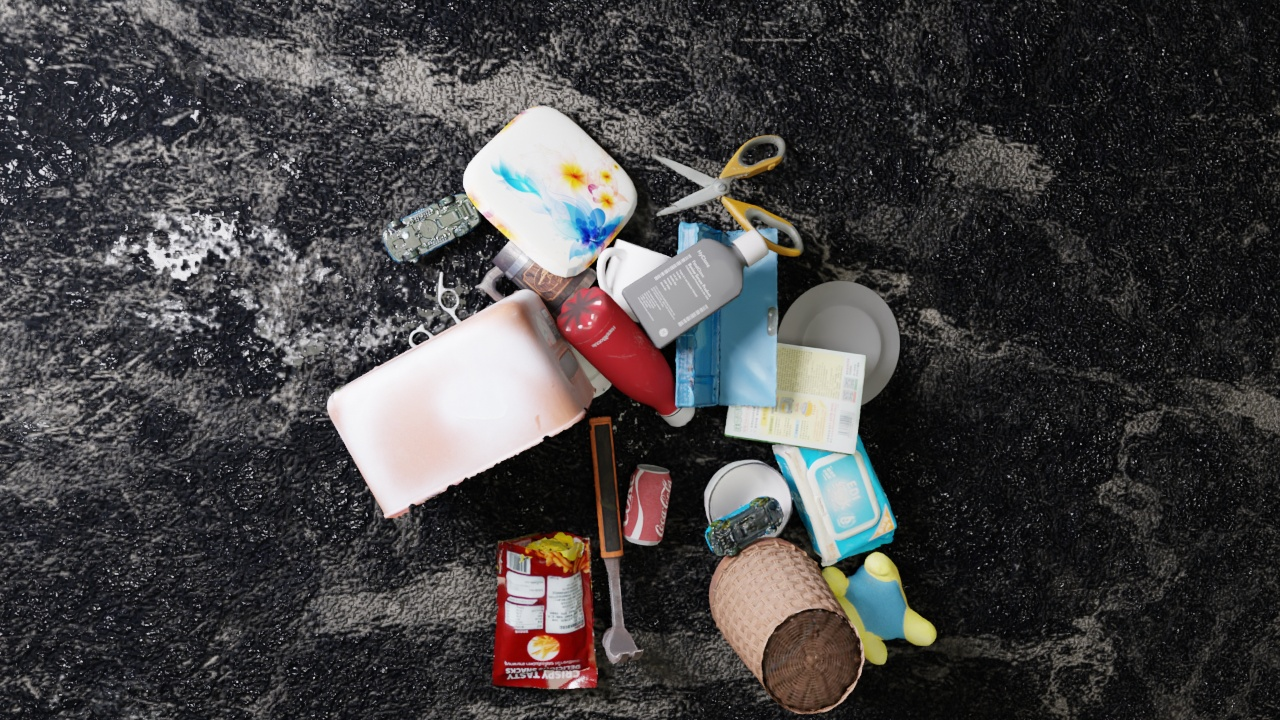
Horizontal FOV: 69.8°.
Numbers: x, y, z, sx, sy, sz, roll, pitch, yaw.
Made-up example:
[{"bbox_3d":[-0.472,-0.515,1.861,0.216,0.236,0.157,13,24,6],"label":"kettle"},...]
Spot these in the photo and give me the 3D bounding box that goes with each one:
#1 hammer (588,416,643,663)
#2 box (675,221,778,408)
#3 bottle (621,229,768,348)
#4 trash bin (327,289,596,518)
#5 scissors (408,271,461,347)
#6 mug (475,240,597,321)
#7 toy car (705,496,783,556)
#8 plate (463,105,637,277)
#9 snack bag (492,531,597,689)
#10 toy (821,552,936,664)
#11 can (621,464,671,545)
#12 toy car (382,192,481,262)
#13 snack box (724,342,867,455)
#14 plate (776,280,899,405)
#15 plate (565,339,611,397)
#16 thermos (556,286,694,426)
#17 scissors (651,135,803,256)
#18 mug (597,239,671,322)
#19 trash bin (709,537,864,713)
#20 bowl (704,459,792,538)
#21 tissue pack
[{"bbox_3d":[-0.036,0.228,1.170,0.035,0.138,0.314,-5,89,-13],"label":"hammer"},{"bbox_3d":[0.110,-0.055,1.143,0.112,0.094,0.231,1,89,28],"label":"box"},{"bbox_3d":[0.071,-0.095,1.090,0.174,0.046,0.084,-33,92,-1],"label":"bottle"},{"bbox_3d":[-0.206,0.042,1.058,0.260,0.181,0.157,-28,98,9],"label":"trash bin"},{"bbox_3d":[-0.216,-0.030,1.153,0.141,0.014,0.147,13,93,-9],"label":"scissors"},{"bbox_3d":[-0.130,-0.100,1.133,0.107,0.080,0.116,42,102,-11],"label":"mug"},{"bbox_3d":[0.131,0.209,1.166,0.105,0.032,0.048,-27,100,-12],"label":"toy car"},{"bbox_3d":[-0.102,-0.210,1.111,0.187,0.016,0.186,42,61,-9],"label":"plate"},{"bbox_3d":[-0.124,0.330,1.185,0.139,0.066,0.208,-1,98,-5],"label":"snack bag"},{"bbox_3d":[0.272,0.359,1.250,0.214,0.084,0.149,-26,79,-7],"label":"toy"},{"bbox_3d":[0.009,0.188,1.198,0.054,0.054,0.096,8,94,-12],"label":"can"},{"bbox_3d":[-0.253,-0.160,1.117,0.120,0.043,0.056,-28,100,-8],"label":"toy car"},{"bbox_3d":[0.202,0.046,1.196,0.168,0.027,0.131,9,79,5],"label":"snack box"},{"bbox_3d":[0.271,-0.018,1.247,0.178,0.012,0.178,-1,96,-11],"label":"plate"},{"bbox_3d":[-0.076,0.001,1.177,0.104,0.026,0.104,-1,96,-11],"label":"plate"},{"bbox_3d":[-0.007,0.007,1.133,0.073,0.073,0.240,-47,128,-3],"label":"thermos"},{"bbox_3d":[0.123,-0.207,1.145,0.224,0.016,0.229,-31,73,-25],"label":"scissors"},{"bbox_3d":[-0.017,-0.100,1.139,0.114,0.081,0.088,11,102,-50],"label":"mug"},{"bbox_3d":[0.177,0.311,1.093,0.151,0.210,0.151,-1,95,-9],"label":"trash bin"},{"bbox_3d":[0.136,0.185,1.215,0.116,0.066,0.116,-1,96,-11],"label":"bowl"},{"bbox_3d":[0.265,0.176,1.241,0.117,0.066,0.209,-24,101,-6],"label":"tissue pack"}]
